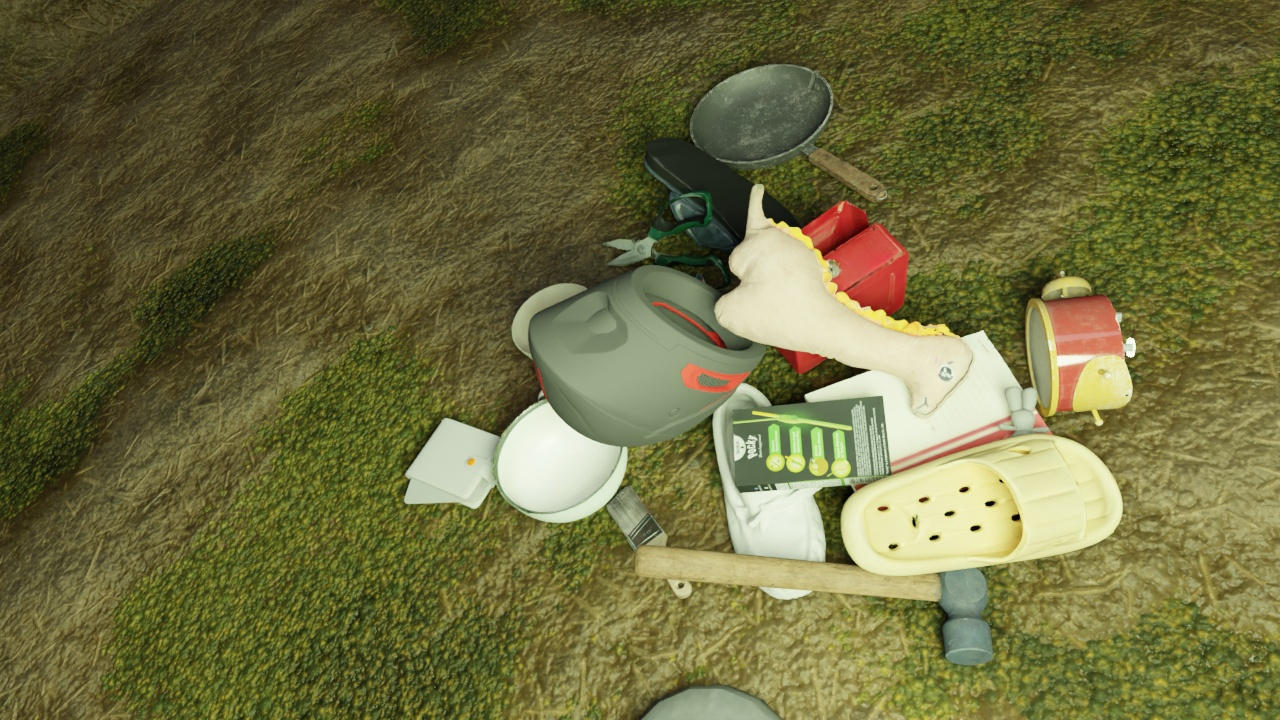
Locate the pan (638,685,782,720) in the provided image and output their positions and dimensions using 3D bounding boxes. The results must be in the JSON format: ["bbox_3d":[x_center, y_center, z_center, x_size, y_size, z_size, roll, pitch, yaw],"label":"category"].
[{"bbox_3d":[0.004,0.438,0.782,0.179,0.041,0.356,26,68,34],"label":"pan"}]

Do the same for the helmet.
[{"bbox_3d":[-0.006,0.005,0.942,0.170,0.264,0.164,-51,52,25],"label":"helmet"}]

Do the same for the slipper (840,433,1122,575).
[{"bbox_3d":[0.309,0.126,0.816,0.261,0.079,0.111,-11,72,-4],"label":"slipper"}]

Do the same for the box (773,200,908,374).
[{"bbox_3d":[0.214,-0.074,1.025,0.157,0.134,0.112,-36,49,-6],"label":"box"}]

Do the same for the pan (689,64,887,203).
[{"bbox_3d":[0.212,-0.296,1.249,0.207,0.040,0.357,-36,51,-7],"label":"pan"}]

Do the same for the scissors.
[{"bbox_3d":[0.034,-0.129,1.188,0.210,0.142,0.015,-19,12,44],"label":"scissors"}]

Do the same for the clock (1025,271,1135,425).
[{"bbox_3d":[0.433,-0.019,0.908,0.081,0.117,0.158,-6,47,13],"label":"clock"}]

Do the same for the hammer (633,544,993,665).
[{"bbox_3d":[0.154,0.198,0.849,0.322,0.040,0.129,4,53,3],"label":"hammer"}]

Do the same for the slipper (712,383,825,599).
[{"bbox_3d":[0.130,0.128,0.952,0.112,0.074,0.246,-28,50,21],"label":"slipper"}]

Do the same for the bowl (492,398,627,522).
[{"bbox_3d":[-0.082,0.118,1.034,0.153,0.073,0.153,-11,51,14],"label":"bowl"}]

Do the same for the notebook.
[{"bbox_3d":[0.292,0.063,0.922,0.208,0.012,0.153,-19,61,-8],"label":"notebook"}]

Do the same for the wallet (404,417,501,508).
[{"bbox_3d":[-0.226,0.134,1.104,0.118,0.037,0.115,15,62,34],"label":"wallet"}]

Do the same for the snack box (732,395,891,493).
[{"bbox_3d":[0.167,0.083,0.901,0.148,0.025,0.080,-7,65,15],"label":"snack box"}]

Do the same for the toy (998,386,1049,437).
[{"bbox_3d":[0.371,0.079,0.886,0.049,0.030,0.111,5,71,-3],"label":"toy"}]

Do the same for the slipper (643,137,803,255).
[{"bbox_3d":[0.104,-0.184,1.190,0.265,0.084,0.108,42,47,20],"label":"slipper"}]

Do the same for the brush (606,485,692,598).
[{"bbox_3d":[0.011,0.194,0.981,0.039,0.012,0.151,-36,51,-7],"label":"brush"}]

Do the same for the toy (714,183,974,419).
[{"bbox_3d":[0.211,-0.058,0.918,0.264,0.065,0.196,13,86,1],"label":"toy"}]

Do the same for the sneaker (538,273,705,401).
[{"bbox_3d":[-0.010,-0.019,1.105,0.263,0.097,0.128,-28,38,2],"label":"sneaker"}]

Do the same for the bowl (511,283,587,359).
[{"bbox_3d":[-0.098,-0.034,1.161,0.115,0.062,0.115,-11,52,14],"label":"bowl"}]
